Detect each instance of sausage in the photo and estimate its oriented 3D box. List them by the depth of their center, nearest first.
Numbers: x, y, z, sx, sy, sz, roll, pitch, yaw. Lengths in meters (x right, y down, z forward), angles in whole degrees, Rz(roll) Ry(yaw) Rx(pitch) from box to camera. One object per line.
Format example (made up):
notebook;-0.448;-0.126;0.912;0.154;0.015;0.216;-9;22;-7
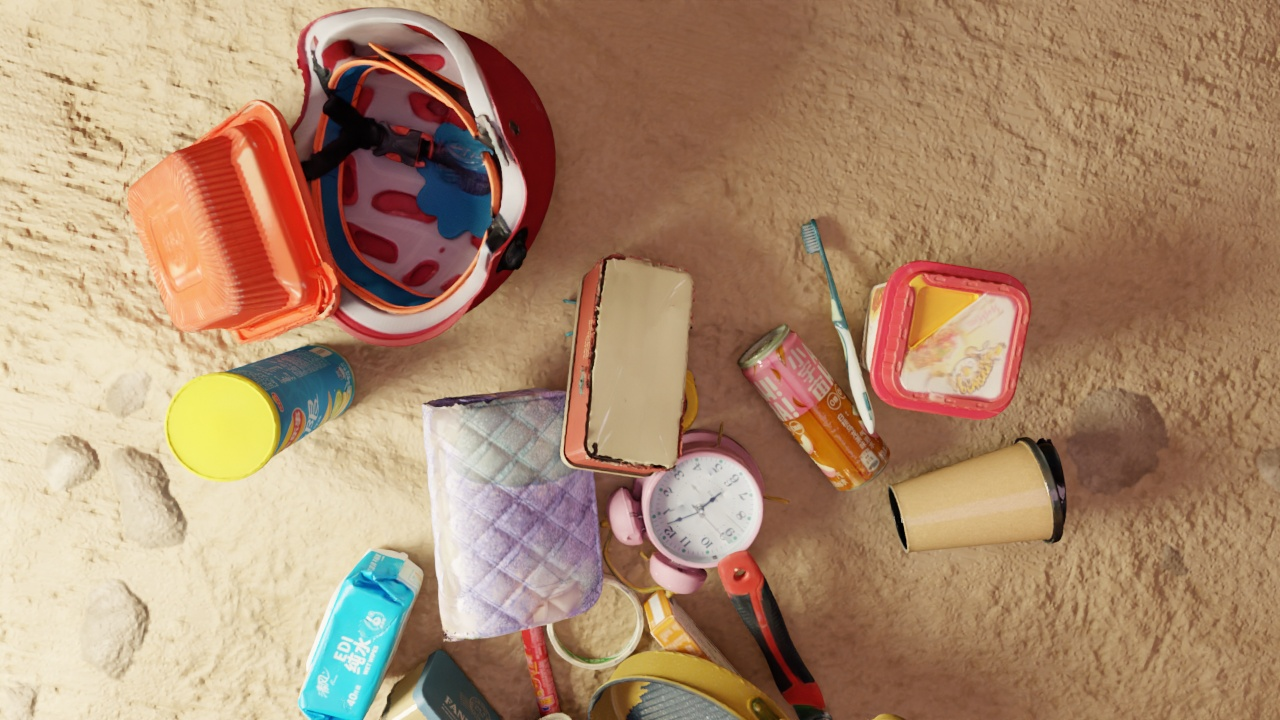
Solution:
sausage;-0.090;0.273;0.821;0.020;0.020;0.156;-12;97;-2

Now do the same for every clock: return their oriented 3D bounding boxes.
clock;0.037;0.134;0.791;0.158;0.060;0.117;-41;97;4

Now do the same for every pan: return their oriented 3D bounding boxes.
pan;0.084;0.296;0.699;0.197;0.078;0.359;45;133;-2

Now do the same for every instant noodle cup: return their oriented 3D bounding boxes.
instant noodle cup;-0.312;-0.092;0.690;0.189;0.078;0.164;-12;99;42
instant noodle cup;0.238;-0.019;0.752;0.116;0.124;0.116;8;95;-5

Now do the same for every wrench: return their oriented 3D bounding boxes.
wrench;0.136;0.273;0.806;0.056;0.016;0.273;-29;110;6

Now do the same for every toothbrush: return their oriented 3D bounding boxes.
toothbrush;0.168;-0.030;0.780;0.018;0.016;0.191;-15;82;8

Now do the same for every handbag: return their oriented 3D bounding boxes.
handbag;-0.107;0.122;0.757;0.134;0.076;0.194;-5;92;-32

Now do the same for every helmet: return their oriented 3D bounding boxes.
helmet;-0.157;-0.139;0.707;0.207;0.143;0.240;24;113;18

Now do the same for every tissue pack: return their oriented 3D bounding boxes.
tissue pack;-0.236;0.231;0.771;0.063;0.090;0.140;22;95;-5

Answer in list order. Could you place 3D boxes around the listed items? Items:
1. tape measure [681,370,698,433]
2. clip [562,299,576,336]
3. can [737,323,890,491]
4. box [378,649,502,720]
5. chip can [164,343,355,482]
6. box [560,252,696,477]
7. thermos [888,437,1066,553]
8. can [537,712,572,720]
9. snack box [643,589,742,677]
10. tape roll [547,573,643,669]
tape measure;0.021;0.038;0.792;0.060;0.029;0.057;-12;75;0
clip;-0.039;-0.038;0.791;0.054;0.013;0.033;-4;97;-1
can;0.149;0.042;0.788;0.058;0.058;0.147;-40;97;1
box;-0.154;0.336;0.789;0.060;0.089;0.184;-34;101;5
chip can;-0.274;0.032;0.686;0.071;0.210;0.071;0;96;-4
box;-0.005;0.004;0.734;0.091;0.076;0.168;10;76;-20
thermos;0.293;0.122;0.794;0.143;0.093;0.093;-13;97;7
can;-0.057;0.369;0.801;0.058;0.058;0.116;-27;111;0
snack box;0.062;0.272;0.800;0.026;0.075;0.154;-40;97;0
tape roll;-0.040;0.233;0.821;0.086;0.014;0.086;0;96;-4
